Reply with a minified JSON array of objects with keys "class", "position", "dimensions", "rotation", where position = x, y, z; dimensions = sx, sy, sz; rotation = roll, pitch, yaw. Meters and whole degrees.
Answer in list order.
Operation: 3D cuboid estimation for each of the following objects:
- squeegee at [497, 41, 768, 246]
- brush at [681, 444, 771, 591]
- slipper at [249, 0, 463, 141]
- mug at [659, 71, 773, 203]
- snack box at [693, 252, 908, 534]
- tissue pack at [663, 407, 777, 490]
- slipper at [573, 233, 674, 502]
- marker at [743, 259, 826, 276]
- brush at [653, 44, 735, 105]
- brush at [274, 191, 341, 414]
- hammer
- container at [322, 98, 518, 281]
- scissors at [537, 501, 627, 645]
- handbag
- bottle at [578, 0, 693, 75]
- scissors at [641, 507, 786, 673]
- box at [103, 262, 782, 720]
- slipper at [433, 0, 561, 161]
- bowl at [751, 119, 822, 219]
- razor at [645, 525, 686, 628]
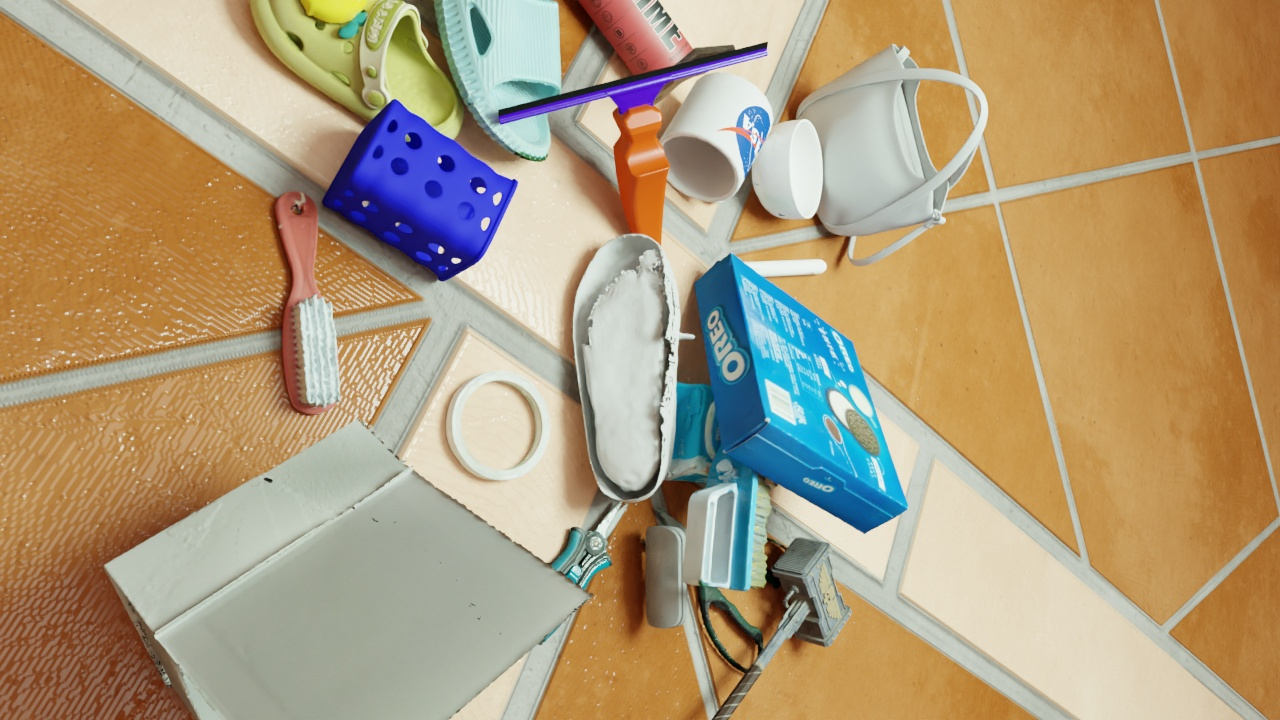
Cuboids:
[{"class":"squeegee","position":[0.001,-0.176,0.841],"dimensions":[0.249,0.055,0.185],"rotation":[-19,129,-15]},{"class":"brush","position":[0.075,0.132,0.809],"dimensions":[0.075,0.055,0.135],"rotation":[19,72,-42]},{"class":"slipper","position":[-0.211,-0.244,0.717],"dimensions":[0.190,0.082,0.091],"rotation":[40,63,-28]},{"class":"mug","position":[0.077,-0.214,0.928],"dimensions":[0.090,0.091,0.121],"rotation":[-61,152,-27]},{"class":"snack box","position":[0.151,0.027,0.887],"dimensions":[0.195,0.056,0.238],"rotation":[31,33,-29]},{"class":"tissue pack","position":[0.078,0.076,0.888],"dimensions":[0.144,0.062,0.092],"rotation":[12,76,-35]},{"class":"slipper","position":[-0.005,0.005,0.833],"dimensions":[0.112,0.075,0.246],"rotation":[-1,79,-5]},{"class":"marker","position":[0.157,-0.101,1.003],"dimensions":[0.133,0.020,0.017],"rotation":[-7,82,-37]},{"class":"brush","position":[0.032,-0.260,0.859],"dimensions":[0.045,0.143,0.008],"rotation":[-16,90,-29]},{"class":"brush","position":[-0.248,-0.046,0.687],"dimensions":[0.040,0.030,0.172],"rotation":[-4,84,-37]},{"class":"hammer","position":[0.095,0.303,0.849],"dimensions":[0.321,0.044,0.098],"rotation":[-41,120,-38]},{"class":"container","position":[-0.173,-0.132,0.722],"dimensions":[0.113,0.085,0.084],"rotation":[33,64,-27]},{"class":"scissors","position":[-0.053,0.185,0.798],"dimensions":[0.128,0.019,0.138],"rotation":[4,72,-30]},{"class":"handbag","position":[0.282,-0.226,0.990],"dimensions":[0.095,0.223,0.216],"rotation":[-15,91,-36]},{"class":"bottle","position":[-0.020,-0.345,0.886],"dimensions":[0.176,0.062,0.062],"rotation":[49,57,-20]},{"class":"scissors","position":[0.070,0.226,0.888],"dimensions":[0.209,0.015,0.154],"rotation":[23,71,-31]},{"class":"box","position":[-0.134,0.108,0.448],"dimensions":[0.166,0.508,0.148],"rotation":[-35,99,-34]},{"class":"slipper","position":[-0.126,-0.306,0.781],"dimensions":[0.115,0.070,0.276],"rotation":[-20,92,-60]},{"class":"bowl","position":[0.155,-0.203,0.986],"dimensions":[0.104,0.054,0.105],"rotation":[-3,94,-60]},{"class":"razor","position":[0.058,0.196,0.852],"dimensions":[0.116,0.047,0.088],"rotation":[5,82,-40]}]
